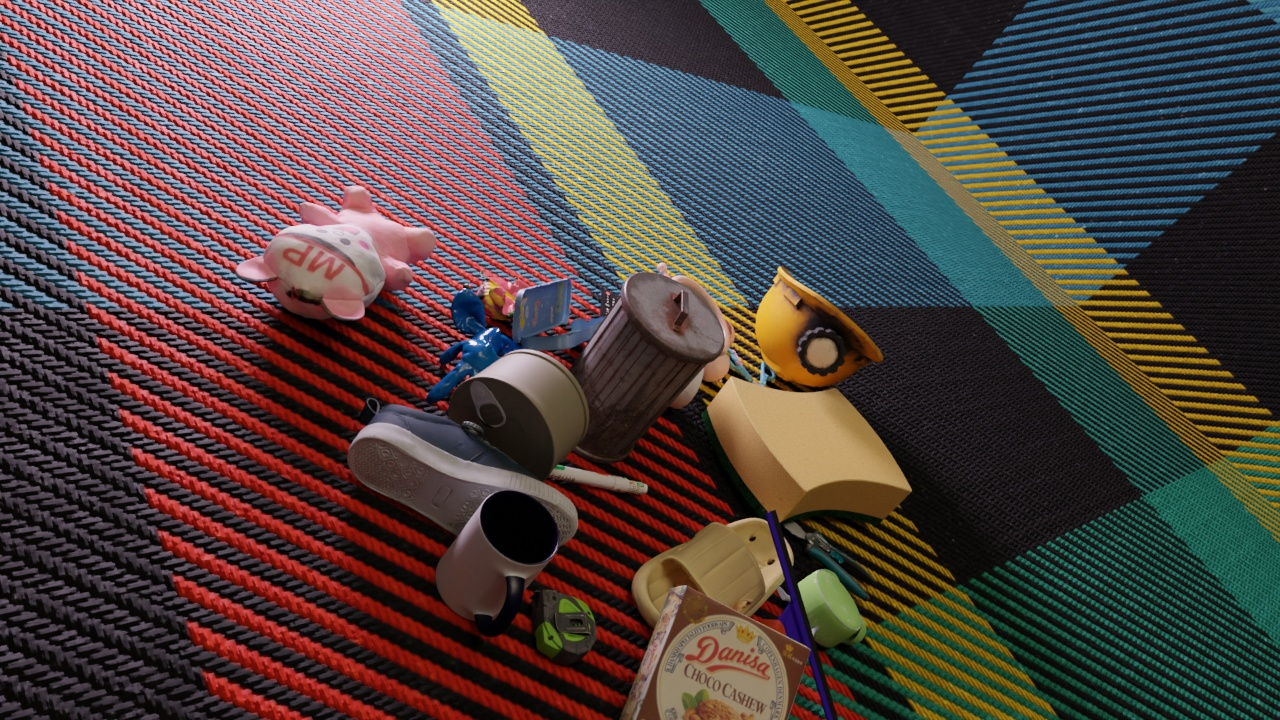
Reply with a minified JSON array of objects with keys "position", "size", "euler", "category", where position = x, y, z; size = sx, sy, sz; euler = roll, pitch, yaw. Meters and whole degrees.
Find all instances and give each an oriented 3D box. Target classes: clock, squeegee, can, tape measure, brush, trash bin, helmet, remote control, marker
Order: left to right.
[{"position":[-0.124,0.059,0.944],"size":[0.128,0.128,0.073],"euler":[41,37,5],"category":"can"},{"position":[-0.069,0.248,0.858],"size":[0.058,0.036,0.065],"euler":[16,39,-31],"category":"tape measure"},{"position":[-0.056,0.132,1.027],"size":[0.145,0.017,0.017],"euler":[16,39,-30],"category":"marker"},{"position":[-0.042,-0.051,1.261],"size":[0.033,0.015,0.146],"euler":[25,36,-19],"category":"remote control"},{"position":[-0.006,0.006,1.047],"size":[0.130,0.212,0.130],"euler":[25,36,-19],"category":"trash bin"},{"position":[0.063,-0.048,1.316],"size":[0.160,0.086,0.130],"euler":[40,32,-15],"category":"clock"},{"position":[0.099,0.300,0.925],"size":[0.184,0.055,0.249],"euler":[-17,90,-37],"category":"squeegee"},{"position":[0.250,-0.030,1.392],"size":[0.205,0.131,0.255],"euler":[40,9,-6],"category":"helmet"},{"position":[0.222,0.124,1.232],"size":[0.249,0.075,0.195],"euler":[6,40,-39],"category":"brush"},{"position":[0.218,0.288,1.064],"size":[0.119,0.043,0.094],"euler":[13,42,-56],"category":"clock"}]

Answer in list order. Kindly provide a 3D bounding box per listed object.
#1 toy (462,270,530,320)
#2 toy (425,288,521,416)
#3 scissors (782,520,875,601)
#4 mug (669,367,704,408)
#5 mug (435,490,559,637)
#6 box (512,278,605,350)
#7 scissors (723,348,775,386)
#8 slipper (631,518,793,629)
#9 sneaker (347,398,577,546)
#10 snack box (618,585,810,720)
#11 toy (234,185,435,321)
[{"position":[-0.166,-0.076,1.152],"size":[0.103,0.046,0.084],"euler":[11,28,-42],"category":"toy"},{"position":[-0.187,-0.010,1.032],"size":[0.113,0.071,0.175],"euler":[42,32,-14],"category":"toy"},{"position":[0.241,0.248,1.169],"size":[0.149,0.019,0.131],"euler":[12,39,-31],"category":"scissors"},{"position":[0.017,0.009,1.185],"size":[0.105,0.082,0.082],"euler":[22,36,-24],"category":"mug"},{"position":[-0.128,0.189,0.818],"size":[0.078,0.097,0.111],"euler":[18,38,-28],"category":"mug"},{"position":[-0.095,-0.061,1.114],"size":[0.210,0.073,0.079],"euler":[-32,115,-75],"category":"box"},{"position":[0.180,0.032,1.378],"size":[0.119,0.015,0.138],"euler":[-2,54,-47],"category":"scissors"},{"position":[0.102,0.228,1.009],"size":[0.260,0.079,0.111],"euler":[-14,63,-51],"category":"slipper"},{"position":[-0.168,0.109,0.893],"size":[0.235,0.089,0.087],"euler":[27,30,-10],"category":"sneaker"},{"position":[0.070,0.306,0.855],"size":[0.143,0.041,0.146],"euler":[30,65,-11],"category":"snack box"},{"position":[-0.324,-0.110,1.006],"size":[0.142,0.084,0.212],"euler":[33,32,-4],"category":"toy"}]
